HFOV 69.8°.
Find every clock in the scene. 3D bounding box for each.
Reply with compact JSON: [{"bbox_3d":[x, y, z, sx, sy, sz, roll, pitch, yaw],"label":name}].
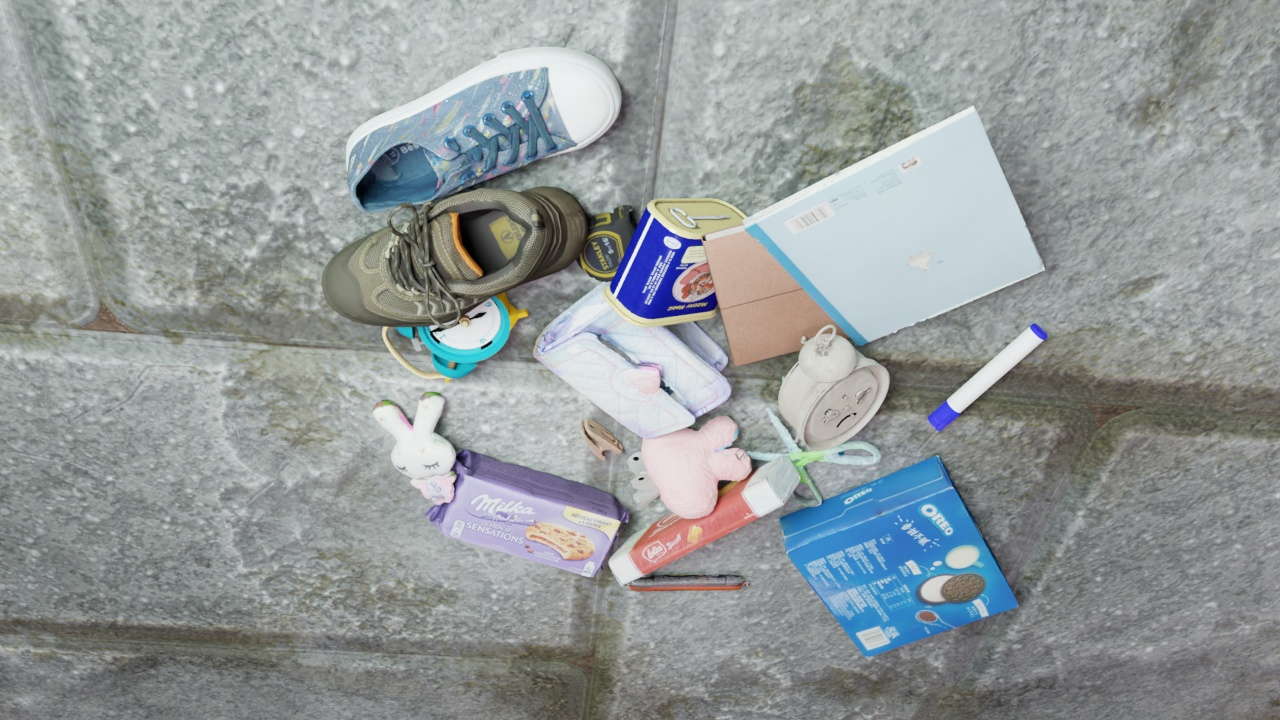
[{"bbox_3d":[0.176,0.016,0.866,0.103,0.061,0.157,-33,141,-11],"label":"clock"},{"bbox_3d":[-0.175,-0.033,0.855,0.130,0.043,0.099,-30,123,12],"label":"clock"}]

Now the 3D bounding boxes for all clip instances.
[{"bbox_3d":[-0.039,0.083,0.958,0.052,0.026,0.059,3,129,-6],"label":"clip"},{"bbox_3d":[0.011,0.119,0.994,0.055,0.045,0.102,30,121,-30],"label":"clip"}]

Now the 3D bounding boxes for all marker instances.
[{"bbox_3d":[0.344,0.019,0.914,0.020,0.020,0.142,27,123,-20],"label":"marker"}]

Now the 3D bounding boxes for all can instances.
[{"bbox_3d":[0.036,-0.085,0.779,0.116,0.056,0.092,-10,138,-44],"label":"can"}]

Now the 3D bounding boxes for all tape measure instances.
[{"bbox_3d":[-0.028,-0.101,0.807,0.061,0.034,0.062,-15,126,8],"label":"tape measure"}]

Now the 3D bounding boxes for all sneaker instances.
[{"bbox_3d":[-0.130,-0.176,0.718,0.236,0.079,0.087,-15,127,11],"label":"sneaker"},{"bbox_3d":[-0.165,-0.075,0.739,0.238,0.142,0.101,-17,95,12],"label":"sneaker"}]

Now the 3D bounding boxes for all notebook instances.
[{"bbox_3d":[0.217,-0.093,0.753,0.181,0.009,0.253,-24,147,23],"label":"notebook"},{"bbox_3d":[0.137,-0.063,0.798,0.141,0.008,0.209,-14,150,6],"label":"notebook"}]

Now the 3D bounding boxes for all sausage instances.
[{"bbox_3d":[0.054,0.268,1.106,0.155,0.020,0.020,-1,128,0],"label":"sausage"}]

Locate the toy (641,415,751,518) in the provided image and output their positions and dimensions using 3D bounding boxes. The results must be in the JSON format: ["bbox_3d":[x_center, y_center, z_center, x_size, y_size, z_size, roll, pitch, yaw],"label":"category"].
[{"bbox_3d":[0.059,0.103,0.937,0.105,0.108,0.053,-23,160,-1],"label":"toy"}]

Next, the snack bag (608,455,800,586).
[{"bbox_3d":[0.066,0.173,0.985,0.226,0.077,0.041,-31,92,29],"label":"snack bag"}]

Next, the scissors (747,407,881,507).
[{"bbox_3d":[0.170,0.101,0.972,0.173,0.023,0.171,-10,136,25],"label":"scissors"}]

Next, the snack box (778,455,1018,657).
[{"bbox_3d":[0.299,0.234,1.060,0.196,0.056,0.239,-26,123,18],"label":"snack box"}]

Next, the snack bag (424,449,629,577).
[{"bbox_3d":[-0.122,0.164,0.999,0.205,0.058,0.097,20,121,-11],"label":"snack bag"}]

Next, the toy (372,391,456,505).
[{"bbox_3d":[-0.223,0.092,0.936,0.079,0.038,0.123,-13,105,17],"label":"toy"}]

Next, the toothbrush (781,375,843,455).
[{"bbox_3d":[0.178,0.061,0.949,0.022,0.017,0.135,-28,127,17],"label":"toothbrush"}]

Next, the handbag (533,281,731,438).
[{"bbox_3d":[-0.005,0.005,0.871,0.127,0.069,0.158,-34,124,25],"label":"handbag"}]
